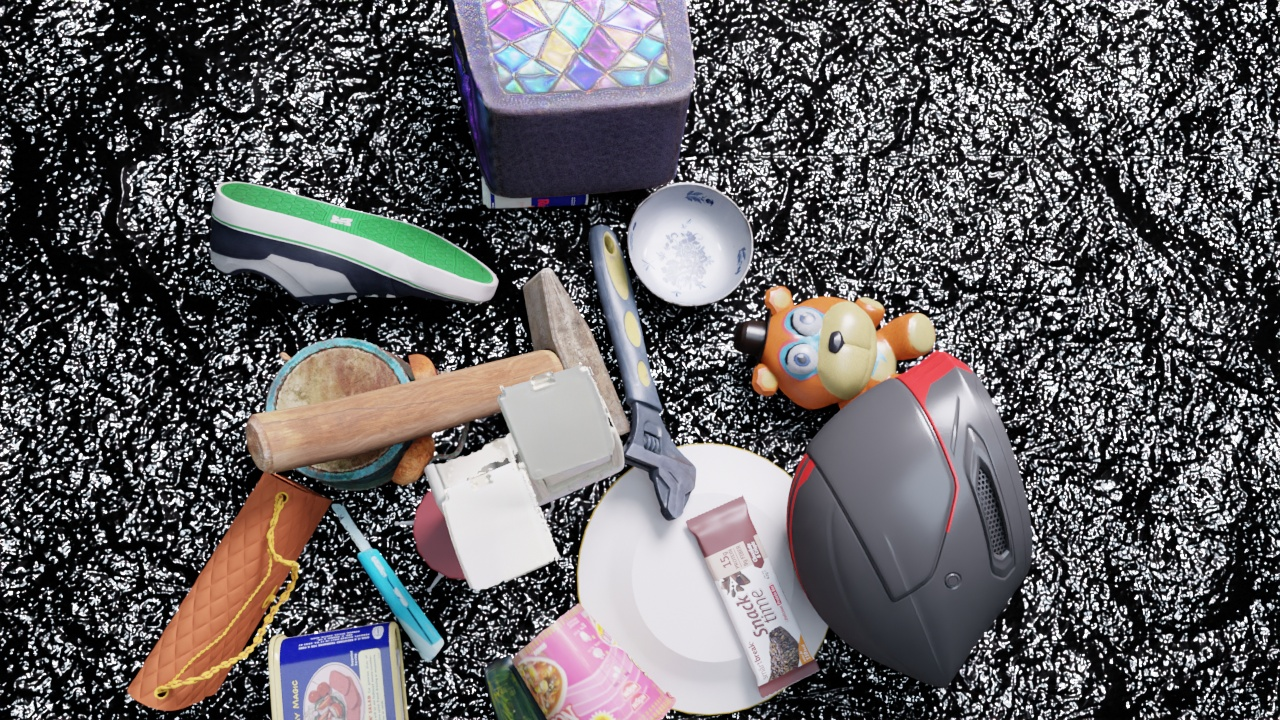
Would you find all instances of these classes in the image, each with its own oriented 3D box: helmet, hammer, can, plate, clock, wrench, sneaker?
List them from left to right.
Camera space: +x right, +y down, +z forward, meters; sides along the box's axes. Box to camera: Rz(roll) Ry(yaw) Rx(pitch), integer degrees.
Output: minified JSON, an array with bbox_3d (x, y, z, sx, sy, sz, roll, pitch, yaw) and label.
[{"bbox_3d":[-0.232,0.266,0.715,0.092,0.057,0.116,-6,80,-10],"label":"can"},{"bbox_3d":[-0.242,-0.078,0.781,0.235,0.084,0.079,15,112,-13],"label":"sneaker"},{"bbox_3d":[-0.219,0.046,0.752,0.157,0.073,0.121,6,79,-3],"label":"clock"},{"bbox_3d":[-0.154,0.024,0.712,0.300,0.037,0.158,-16,80,-41],"label":"hammer"},{"bbox_3d":[-0.134,0.134,0.761,0.124,0.044,0.087,-27,84,-12],"label":"clock"},{"bbox_3d":[-0.095,-0.155,0.830,0.095,0.032,0.032,-4,79,-9],"label":"can"},{"bbox_3d":[-0.004,0.005,0.797,0.073,0.022,0.273,2,67,-40],"label":"wrench"},{"bbox_3d":[0.061,0.185,0.789,0.229,0.021,0.229,2,79,-8],"label":"plate"},{"bbox_3d":[0.204,0.138,0.736,0.170,0.164,0.265,-17,102,1],"label":"helmet"}]

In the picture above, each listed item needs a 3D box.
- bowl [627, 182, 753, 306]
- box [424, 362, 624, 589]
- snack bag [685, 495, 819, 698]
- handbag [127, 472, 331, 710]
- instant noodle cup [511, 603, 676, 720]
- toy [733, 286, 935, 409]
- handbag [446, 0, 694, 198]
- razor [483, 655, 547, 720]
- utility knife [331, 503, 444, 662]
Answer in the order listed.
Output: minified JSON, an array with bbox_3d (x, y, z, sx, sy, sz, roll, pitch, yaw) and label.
[{"bbox_3d":[0.042,-0.099,0.831,0.114,0.045,0.114,1,79,-7],"label":"bowl"},{"bbox_3d":[-0.073,0.093,0.641,0.143,0.193,0.106,-23,65,-5],"label":"box"},{"bbox_3d":[0.094,0.197,0.772,0.057,0.013,0.158,-22,83,-10],"label":"snack bag"},{"bbox_3d":[-0.302,0.173,0.696,0.060,0.109,0.171,29,76,-1],"label":"handbag"},{"bbox_3d":[-0.043,0.258,0.728,0.097,0.098,0.108,-38,79,-13],"label":"instant noodle cup"},{"bbox_3d":[0.170,-0.005,0.813,0.176,0.096,0.112,7,78,5],"label":"toy"},{"bbox_3d":[-0.060,-0.265,0.804,0.204,0.126,0.221,-7,62,-9],"label":"handbag"},{"bbox_3d":[-0.086,0.308,0.724,0.054,0.067,0.151,-25,75,-1],"label":"razor"},{"bbox_3d":[-0.212,0.181,0.755,0.022,0.015,0.151,-34,84,-42],"label":"utility knife"}]
